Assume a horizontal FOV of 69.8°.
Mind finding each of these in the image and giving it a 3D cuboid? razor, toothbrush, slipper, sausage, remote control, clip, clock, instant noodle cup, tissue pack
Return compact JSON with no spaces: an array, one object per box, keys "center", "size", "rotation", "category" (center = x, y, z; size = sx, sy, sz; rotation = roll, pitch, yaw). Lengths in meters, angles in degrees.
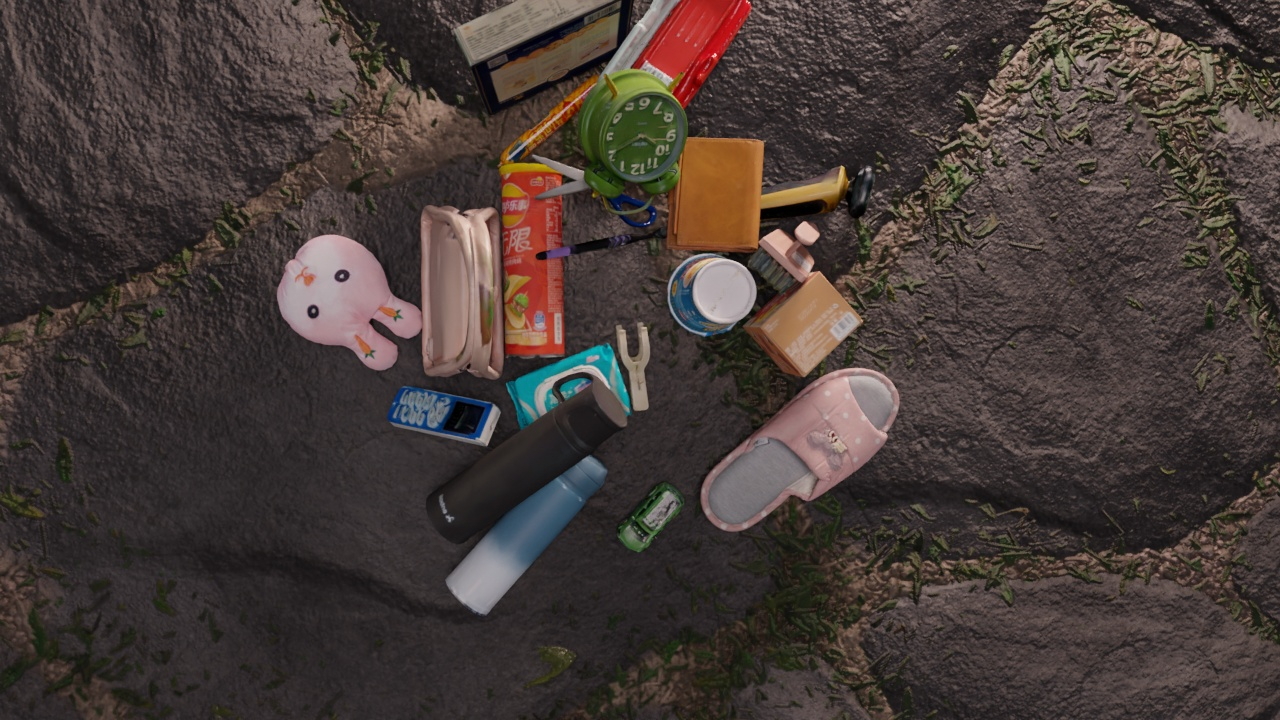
[{"center":[0.193,-0.188,1.075],"size":[0.167,0.062,0.067],"rotation":[-10,64,0],"category":"razor"},{"center":[-0.032,-0.134,1.039],"size":[0.188,0.017,0.014],"rotation":[-15,91,-28],"category":"toothbrush"},{"center":[0.191,0.106,1.087],"size":[0.274,0.054,0.114],"rotation":[-34,95,-3],"category":"slipper"},{"center":[-0.101,-0.276,1.057],"size":[0.165,0.021,0.021],"rotation":[-41,96,-2],"category":"sausage"},{"center":[-0.222,0.062,1.037],"size":[0.125,0.024,0.049],"rotation":[10,63,17],"category":"remote control"},{"center":[-0.006,0.005,1.057],"size":[0.035,0.087,0.104],"rotation":[-6,82,-6],"category":"clip"},{"center":[-0.007,-0.235,1.001],"size":[0.116,0.056,0.161],"rotation":[-9,125,-23],"category":"clock"},{"center":[0.086,-0.076,1.041],"size":[0.099,0.110,0.099],"rotation":[0,92,-6],"category":"instant noodle cup"},{"center":[-0.082,0.044,1.060],"size":[0.133,0.050,0.093],"rotation":[-22,96,-3],"category":"tissue pack"}]

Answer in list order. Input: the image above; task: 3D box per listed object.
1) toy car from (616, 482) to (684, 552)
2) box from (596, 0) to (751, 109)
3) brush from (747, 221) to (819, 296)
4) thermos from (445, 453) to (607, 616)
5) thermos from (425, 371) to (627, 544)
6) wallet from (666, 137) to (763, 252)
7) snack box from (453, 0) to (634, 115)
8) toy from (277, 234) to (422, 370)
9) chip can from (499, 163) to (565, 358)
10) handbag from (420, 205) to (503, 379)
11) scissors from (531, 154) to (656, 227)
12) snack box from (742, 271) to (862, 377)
[{"center":[0.012,0.187,1.085],"size":[0.043,0.036,0.091],"rotation":[42,92,-7],"category":"toy car"},{"center":[0.040,-0.353,1.027],"size":[0.095,0.100,0.201],"rotation":[35,90,1],"category":"box"},{"center":[0.170,-0.123,1.030],"size":[0.063,0.145,0.073],"rotation":[43,112,3],"category":"brush"},{"center":[-0.127,0.192,1.057],"size":[0.070,0.070,0.220],"rotation":[43,88,-6],"category":"thermos"},{"center":[-0.130,0.104,1.018],"size":[0.243,0.068,0.090],"rotation":[-36,59,16],"category":"thermos"},{"center":[0.078,-0.191,1.052],"size":[0.119,0.035,0.130],"rotation":[3,81,11],"category":"wallet"},{"center":[-0.098,-0.339,0.974],"size":[0.178,0.182,0.046],"rotation":[-26,92,-4],"category":"snack box"},{"center":[-0.326,-0.064,1.033],"size":[0.159,0.054,0.121],"rotation":[37,89,-14],"category":"toy"},{"center":[-0.121,-0.110,1.039],"size":[0.073,0.073,0.216],"rotation":[-2,93,-6],"category":"chip can"},{"center":[-0.179,-0.071,0.953],"size":[0.093,0.234,0.193],"rotation":[-2,94,-14],"category":"handbag"},{"center":[-0.042,-0.198,1.039],"size":[0.162,0.012,0.163],"rotation":[-46,115,-24],"category":"scissors"},{"center":[0.185,-0.042,1.059],"size":[0.092,0.094,0.077],"rotation":[-43,96,-2],"category":"snack box"}]
